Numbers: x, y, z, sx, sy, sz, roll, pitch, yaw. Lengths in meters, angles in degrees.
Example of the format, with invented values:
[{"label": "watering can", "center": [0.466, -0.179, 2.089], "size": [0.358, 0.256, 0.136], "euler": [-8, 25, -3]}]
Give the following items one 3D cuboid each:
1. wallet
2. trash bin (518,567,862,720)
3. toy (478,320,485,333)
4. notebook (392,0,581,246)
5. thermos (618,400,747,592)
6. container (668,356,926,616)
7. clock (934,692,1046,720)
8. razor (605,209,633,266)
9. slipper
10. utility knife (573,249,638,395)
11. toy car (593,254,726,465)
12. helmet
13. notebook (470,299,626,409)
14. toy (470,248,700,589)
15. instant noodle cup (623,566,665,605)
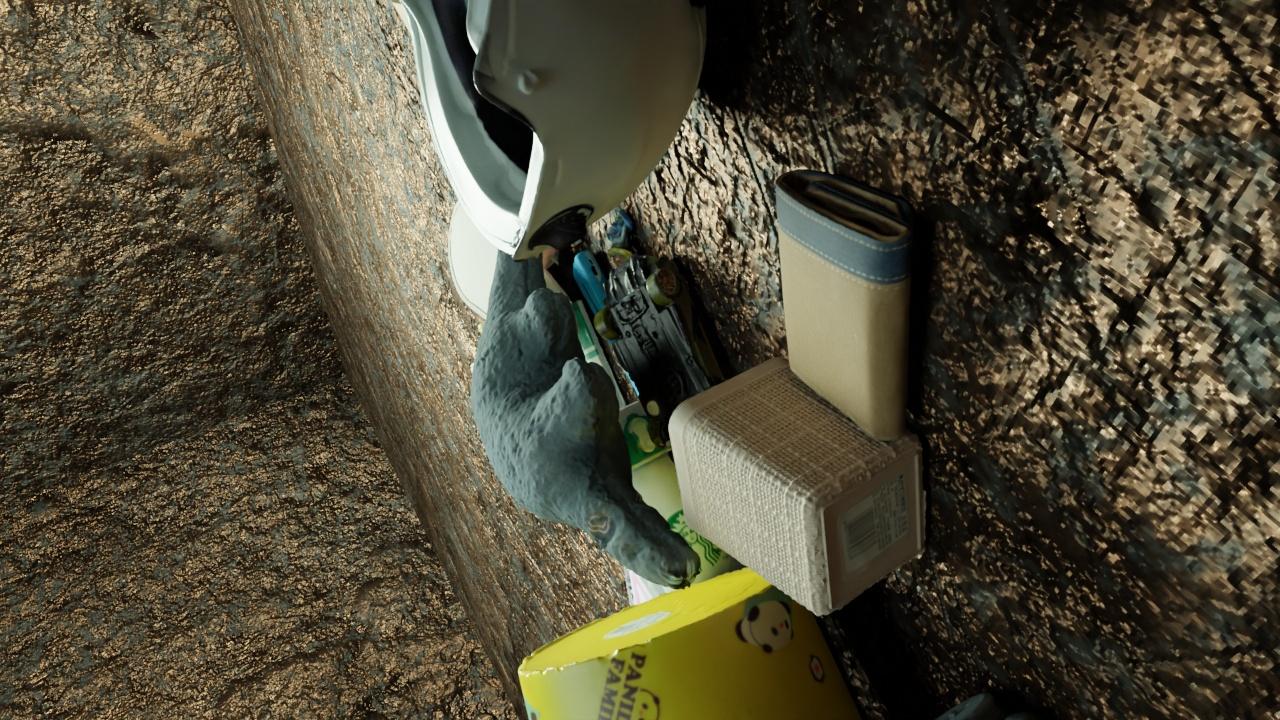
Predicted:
[{"label": "wallet", "center": [0.100, -0.027, 0.446], "size": [0.090, 0.033, 0.115], "euler": [44, 150, 50]}, {"label": "trash bin", "center": [0.051, 0.277, 0.560], "size": [0.255, 0.229, 0.230], "euler": [70, 159, 7]}, {"label": "toy", "center": [-0.122, 0.023, 0.969], "size": [0.157, 0.066, 0.105], "euler": [62, 164, -6]}, {"label": "notebook", "center": [-0.130, -0.199, 0.764], "size": [0.149, 0.012, 0.211], "euler": [37, 160, 54]}, {"label": "thermos", "center": [0.035, 0.137, 0.696], "size": [0.224, 0.073, 0.073], "euler": [63, 159, 4]}, {"label": "container", "center": [0.087, 0.066, 0.496], "size": [0.111, 0.089, 0.090], "euler": [31, 139, 51]}, {"label": "clock", "center": [0.165, 0.210, 0.460], "size": [0.055, 0.082, 0.122], "euler": [54, 156, 20]}, {"label": "razor", "center": [0.005, -0.038, 0.671], "size": [0.142, 0.022, 0.043], "euler": [64, 160, 6]}, {"label": "slipper", "center": [-0.113, -0.072, 0.842], "size": [0.274, 0.054, 0.114], "euler": [47, 130, 47]}, {"label": "utility knife", "center": [-0.004, 0.004, 0.742], "size": [0.202, 0.018, 0.034], "euler": [62, 157, 8]}, {"label": "toy car", "center": [0.021, 0.002, 0.630], "size": [0.070, 0.042, 0.158], "euler": [-29, 81, 43]}, {"label": "helmet", "center": [-0.050, -0.181, 0.490], "size": [0.229, 0.145, 0.259], "euler": [60, 166, 20]}, {"label": "notebook", "center": [-0.089, 0.043, 0.891], "size": [0.210, 0.012, 0.150], "euler": [-25, 87, 48]}, {"label": "toy", "center": [-0.060, 0.034, 0.651], "size": [0.138, 0.091, 0.356], "euler": [-57, 43, 29]}, {"label": "instant noodle cup", "center": [0.042, 0.254, 0.810], "size": [0.138, 0.060, 0.174], "euler": [-129, 27, -53]}]
